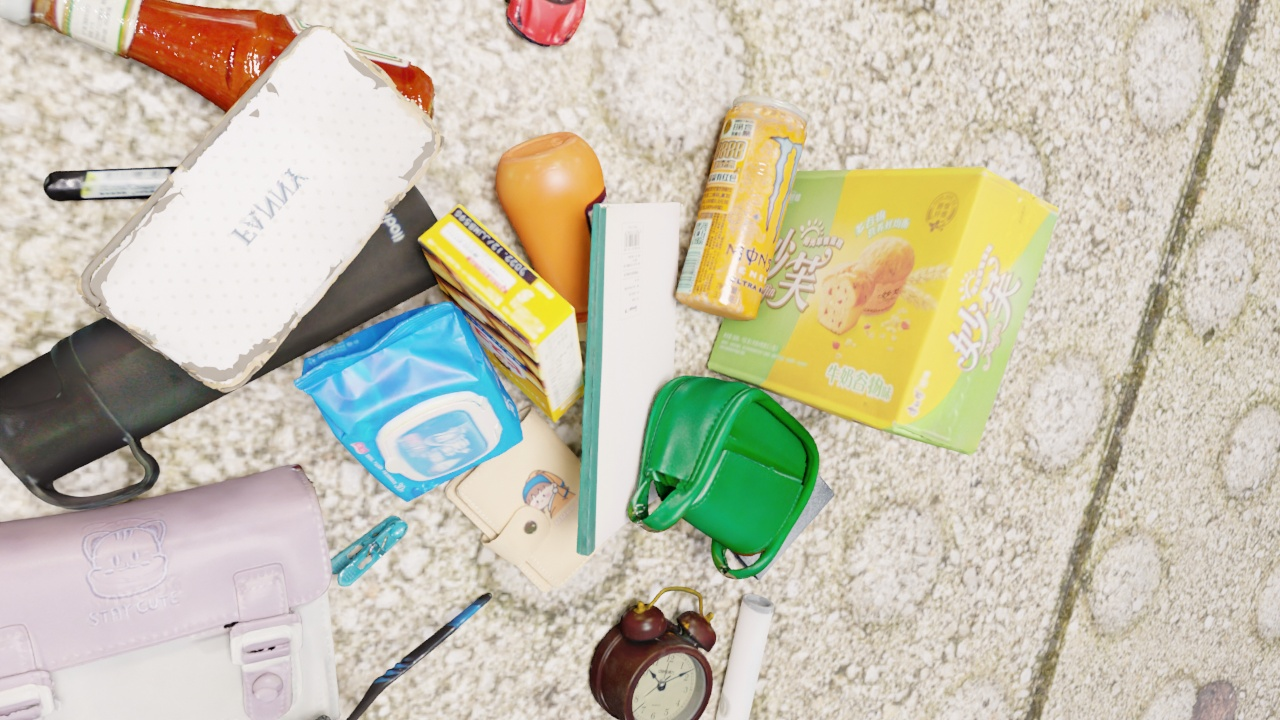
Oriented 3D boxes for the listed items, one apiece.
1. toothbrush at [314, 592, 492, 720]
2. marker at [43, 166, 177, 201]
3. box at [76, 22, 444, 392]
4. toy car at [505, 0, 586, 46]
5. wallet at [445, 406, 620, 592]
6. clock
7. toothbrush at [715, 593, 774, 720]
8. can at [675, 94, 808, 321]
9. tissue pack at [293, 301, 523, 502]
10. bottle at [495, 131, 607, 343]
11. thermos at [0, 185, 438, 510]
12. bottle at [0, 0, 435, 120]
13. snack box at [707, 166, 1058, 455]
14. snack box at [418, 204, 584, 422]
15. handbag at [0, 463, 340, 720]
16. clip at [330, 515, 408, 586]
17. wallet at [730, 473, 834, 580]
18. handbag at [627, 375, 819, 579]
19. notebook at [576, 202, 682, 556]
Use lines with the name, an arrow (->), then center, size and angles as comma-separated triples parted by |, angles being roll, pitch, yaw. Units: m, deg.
toothbrush -> -0.143, 0.183, 0.554 | 0.189, 0.014, 0.016 | -31, 105, -62
marker -> -0.252, -0.097, 0.498 | 0.124, 0.015, 0.018 | -7, 104, -23
box -> -0.175, -0.078, 0.445 | 0.090, 0.060, 0.184 | 43, 77, -22
toy car -> -0.050, -0.247, 0.560 | 0.049, 0.031, 0.106 | 10, 98, -28
wallet -> -0.071, 0.100, 0.630 | 0.087, 0.024, 0.115 | -44, 118, -11
clock -> 0.013, 0.224, 0.682 | 0.082, 0.055, 0.122 | 17, 91, -29
toothbrush -> 0.073, 0.299, 0.747 | 0.026, 0.027, 0.221 | 9, 97, -18
can -> 0.070, -0.103, 0.632 | 0.058, 0.058, 0.146 | 16, 89, -29
tissue pack -> -0.125, 0.027, 0.528 | 0.095, 0.052, 0.157 | -27, 153, -8
bottle -> -0.042, -0.067, 0.589 | 0.066, 0.067, 0.149 | -28, 120, -20
thermos -> -0.216, -0.010, 0.500 | 0.242, 0.068, 0.090 | -33, 88, -17
bottle -> -0.213, -0.158, 0.479 | 0.205, 0.060, 0.060 | 14, 94, -29
snack box -> 0.145, -0.041, 0.604 | 0.070, 0.210, 0.157 | 18, 91, -29
snack box -> -0.073, -0.021, 0.523 | 0.087, 0.140, 0.033 | 42, 77, 13
handbag -> -0.272, 0.146, 0.498 | 0.196, 0.098, 0.145 | -8, 99, -26
clip -> -0.172, 0.120, 0.582 | 0.055, 0.039, 0.013 | -40, 119, -21
wallet -> 0.091, 0.100, 0.719 | 0.097, 0.019, 0.121 | -46, 116, -14
handbag -> 0.056, 0.078, 0.629 | 0.131, 0.068, 0.120 | 41, 71, -44
notebook -> -0.004, 0.003, 0.594 | 0.150, 0.012, 0.209 | -25, 120, -67
